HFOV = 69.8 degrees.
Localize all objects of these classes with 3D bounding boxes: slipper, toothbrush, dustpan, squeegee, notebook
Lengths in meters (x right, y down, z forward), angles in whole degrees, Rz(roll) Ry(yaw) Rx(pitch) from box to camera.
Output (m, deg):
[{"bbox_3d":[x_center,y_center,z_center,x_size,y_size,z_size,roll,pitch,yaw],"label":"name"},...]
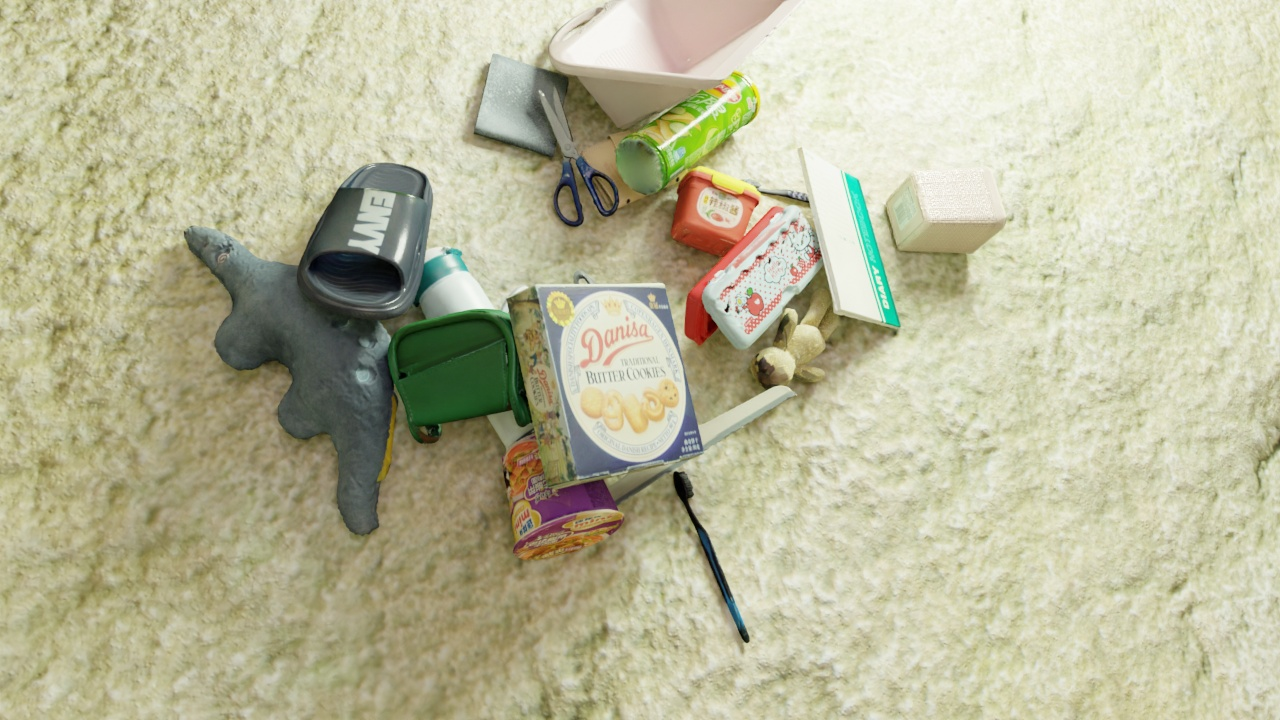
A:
[{"bbox_3d":[-0.259,-0.141,0.887,0.110,0.083,0.267,8,38,-9],"label":"slipper"},{"bbox_3d":[0.207,-0.208,1.159,0.189,0.017,0.014,8,67,-16],"label":"toothbrush"},{"bbox_3d":[0.075,0.202,0.955,0.016,0.014,0.189,-10,71,-46],"label":"toothbrush"},{"bbox_3d":[0.024,-0.384,1.063,0.139,0.274,0.221,52,53,-19],"label":"dustpan"},{"bbox_3d":[-0.006,0.006,0.993,0.246,0.039,0.246,-31,75,-8],"label":"squeegee"},{"bbox_3d":[0.252,-0.144,1.107,0.150,0.012,0.209,9,65,-48],"label":"notebook"}]

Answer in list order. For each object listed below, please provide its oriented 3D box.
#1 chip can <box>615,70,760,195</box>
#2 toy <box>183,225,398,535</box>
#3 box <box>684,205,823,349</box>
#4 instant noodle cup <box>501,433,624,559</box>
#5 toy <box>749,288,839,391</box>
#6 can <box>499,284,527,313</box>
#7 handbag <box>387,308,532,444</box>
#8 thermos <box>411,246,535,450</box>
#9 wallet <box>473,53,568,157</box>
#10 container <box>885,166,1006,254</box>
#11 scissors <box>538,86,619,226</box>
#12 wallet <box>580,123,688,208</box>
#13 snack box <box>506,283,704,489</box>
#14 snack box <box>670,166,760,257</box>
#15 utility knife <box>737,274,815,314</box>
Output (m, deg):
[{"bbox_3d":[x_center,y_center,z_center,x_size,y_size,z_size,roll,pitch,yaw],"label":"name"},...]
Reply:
[{"bbox_3d":[0.058,-0.271,1.083,0.072,0.073,0.220,44,52,3],"label":"chip can"},{"bbox_3d":[-0.315,-0.011,0.879,0.138,0.091,0.356,-37,81,1],"label":"toy"},{"bbox_3d":[0.138,-0.091,1.025,0.092,0.095,0.200,28,53,23],"label":"box"},{"bbox_3d":[-0.083,0.126,0.886,0.111,0.112,0.099,-11,64,-22],"label":"instant noodle cup"},{"bbox_3d":[0.181,-0.023,1.057,0.156,0.066,0.105,-47,130,-31],"label":"toy"},{"bbox_3d":[-0.083,-0.024,0.956,0.133,0.053,0.053,35,62,13],"label":"can"},{"bbox_3d":[-0.168,0.013,0.869,0.131,0.068,0.120,-10,91,9],"label":"handbag"},{"bbox_3d":[-0.166,-0.014,0.935,0.073,0.073,0.224,-29,80,-26],"label":"thermos"},{"bbox_3d":[-0.139,-0.302,1.085,0.097,0.019,0.120,14,64,-14],"label":"wallet"},{"bbox_3d":[0.384,-0.190,1.169,0.110,0.090,0.090,-3,70,-16],"label":"container"},{"bbox_3d":[-0.071,-0.239,1.059,0.128,0.012,0.173,9,83,0],"label":"scissors"},{"bbox_3d":[-0.009,-0.235,1.097,0.115,0.024,0.087,-28,84,-25],"label":"wallet"},{"bbox_3d":[-0.029,0.018,0.872,0.177,0.046,0.182,-6,80,-48],"label":"snack box"},{"bbox_3d":[0.083,-0.170,1.073,0.091,0.082,0.080,18,78,-9],"label":"snack box"},{"bbox_3d":[0.154,-0.072,1.090,0.160,0.013,0.029,-32,84,-29],"label":"utility knife"}]
